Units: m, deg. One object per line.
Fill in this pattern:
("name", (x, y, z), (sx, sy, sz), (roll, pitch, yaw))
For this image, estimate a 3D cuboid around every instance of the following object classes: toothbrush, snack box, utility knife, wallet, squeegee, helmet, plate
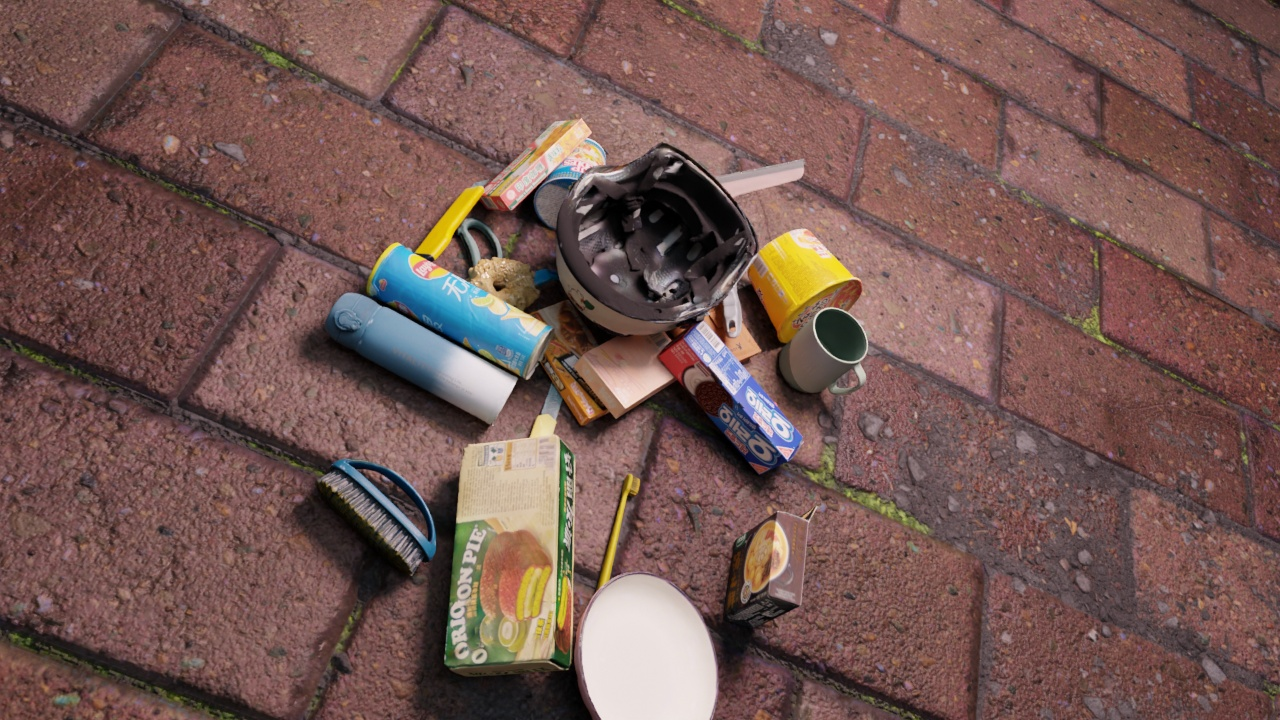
("toothbrush", (-0.029, 0.216, 1.054), (0.016, 0.016, 0.189), (26, 55, -16))
("snack box", (-0.082, 0.001, 1.140), (0.075, 0.026, 0.153), (-26, 76, -37))
("utility knife", (-0.118, 0.101, 1.077), (0.031, 0.022, 0.211), (25, 57, -15))
("wallet", (0.090, -0.046, 1.244), (0.107, 0.031, 0.131), (-21, 74, -29))
("snack box", (-0.132, 0.201, 0.957), (0.114, 0.063, 0.239), (-9, 61, 13))
("snack box", (0.150, 0.235, 1.062), (0.053, 0.113, 0.125), (20, 56, -13))
("snack box", (0.116, 0.047, 1.161), (0.207, 0.058, 0.057), (49, 44, -5))
("squeegee", (0.116, -0.138, 1.255), (0.248, 0.040, 0.249), (-8, 67, 12))
("snack box", (-0.007, 0.007, 1.147), (0.084, 0.026, 0.156), (51, 40, 7))
("helmet", (0.002, -0.130, 1.151), (0.230, 0.157, 0.273), (47, 59, 5))
("plate", (0.002, 0.323, 0.971), (0.192, 0.039, 0.192), (24, 52, -34))
("snack box", (-0.139, -0.257, 1.203), (0.155, 0.077, 0.027), (-48, 120, -16))
("utility knife", (-0.236, -0.175, 1.154), (0.033, 0.015, 0.170), (11, 52, 24))

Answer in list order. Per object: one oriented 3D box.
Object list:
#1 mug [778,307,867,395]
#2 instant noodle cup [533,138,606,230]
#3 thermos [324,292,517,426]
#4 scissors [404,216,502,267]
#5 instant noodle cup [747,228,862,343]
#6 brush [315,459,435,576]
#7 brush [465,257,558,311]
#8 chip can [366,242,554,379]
("mug", (0.252, 0.001, 1.241), (0.082, 0.107, 0.111), (-34, 79, -35))
("instant noodle cup", (-0.088, -0.242, 1.241), (0.099, 0.099, 0.109), (18, 49, -14))
("thermos", (-0.250, -0.003, 1.047), (0.220, 0.070, 0.070), (29, 55, -8))
("scissors", (-0.225, -0.120, 1.153), (0.170, 0.019, 0.180), (30, 54, -4))
("instant noodle cup", (0.222, -0.107, 1.279), (0.137, 0.138, 0.109), (-16, 61, -30))
("brush", (-0.267, 0.155, 0.959), (0.144, 0.055, 0.073), (42, 55, 3))
("brush", (-0.112, -0.109, 1.179), (0.254, 0.046, 0.083), (-19, 71, -41))
("chip can", (-0.208, -0.057, 1.065), (0.210, 0.071, 0.071), (28, 55, 2))
